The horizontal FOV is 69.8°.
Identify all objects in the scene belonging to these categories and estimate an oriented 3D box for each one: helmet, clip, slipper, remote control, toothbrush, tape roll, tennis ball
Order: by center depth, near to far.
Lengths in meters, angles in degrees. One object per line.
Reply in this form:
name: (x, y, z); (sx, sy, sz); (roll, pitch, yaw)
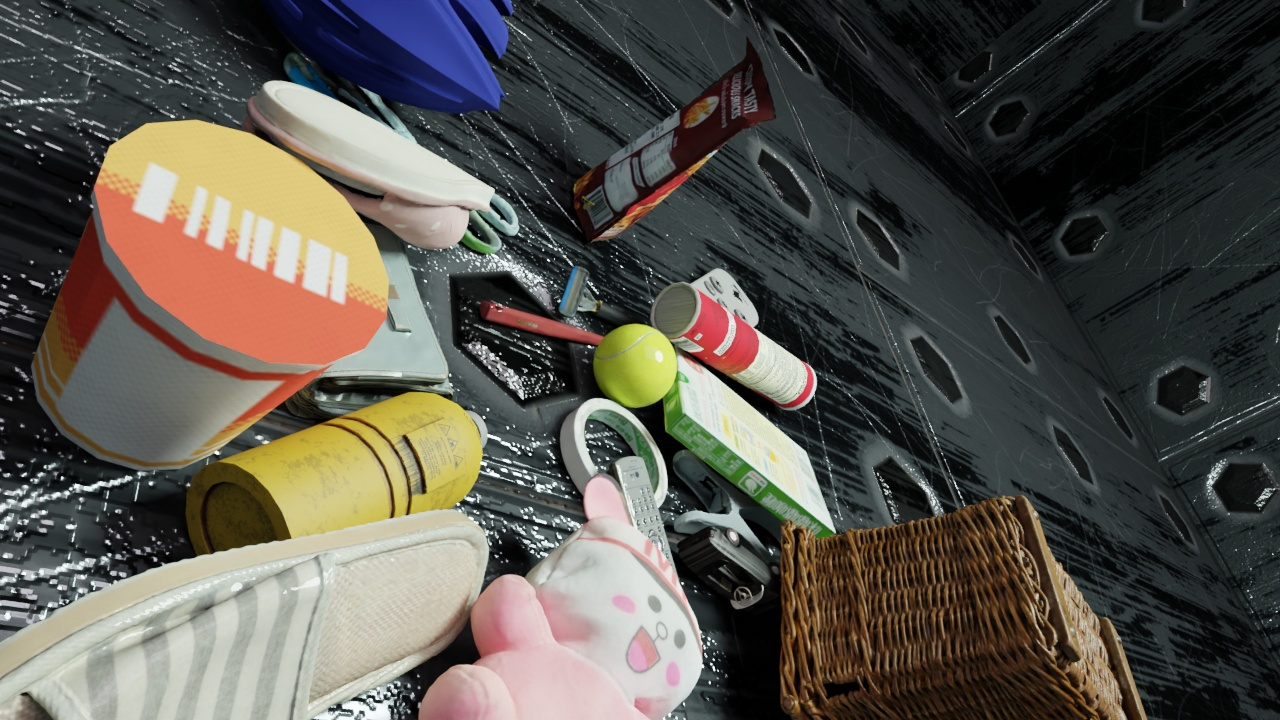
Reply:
slipper: (-0.146, 0.126, 0.366); (0.054, 0.114, 0.272); (17, 15, 25)
slipper: (-0.155, -0.111, 0.563); (0.114, 0.054, 0.274); (31, 8, 1)
remote control: (0.008, 0.132, 0.626); (0.033, 0.013, 0.136); (-3, 71, -51)
helmet: (-0.168, -0.309, 0.670); (0.241, 0.227, 0.148); (33, 0, -2)
tape roll: (-0.019, 0.072, 0.673); (0.094, 0.018, 0.093); (34, 35, -28)
tennis ball: (-0.004, 0.004, 0.715); (0.065, 0.065, 0.065); (34, 35, -29)
toothbrush: (-0.049, -0.023, 0.731); (0.189, 0.017, 0.016); (14, 51, -47)
clip: (0.087, 0.125, 0.754); (0.163, 0.028, 0.114); (35, 33, -29)
remote control: (0.076, -0.050, 0.926); (0.074, 0.019, 0.150); (53, 30, 1)

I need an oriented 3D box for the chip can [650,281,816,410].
chip can: (0.090, -0.009, 0.842); (0.214, 0.052, 0.051); (28, 37, -48)

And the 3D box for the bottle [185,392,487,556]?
bottle: (-0.138, 0.060, 0.472); (0.071, 0.071, 0.163); (56, 31, 5)

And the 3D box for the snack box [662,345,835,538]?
snack box: (0.087, 0.070, 0.774); (0.168, 0.027, 0.131); (39, 18, -16)

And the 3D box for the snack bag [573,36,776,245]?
snack bag: (0.028, -0.193, 0.823); (0.066, 0.208, 0.138); (37, 33, -25)

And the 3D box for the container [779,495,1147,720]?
container: (0.241, 0.222, 0.670); (0.250, 0.184, 0.161); (48, 31, -30)

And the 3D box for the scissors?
scissors: (-0.166, -0.149, 0.708); (0.175, 0.032, 0.092); (38, 35, -16)

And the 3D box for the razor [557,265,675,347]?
razor: (-0.017, -0.035, 0.788); (0.144, 0.022, 0.042); (26, 81, -44)

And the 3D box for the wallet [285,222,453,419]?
wallet: (-0.170, -0.028, 0.545); (0.100, 0.054, 0.131); (10, 46, -50)

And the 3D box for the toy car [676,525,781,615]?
toy car: (0.069, 0.158, 0.679); (0.092, 0.040, 0.037); (40, 33, -24)

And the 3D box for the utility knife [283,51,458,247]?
utility knife: (-0.197, -0.152, 0.668); (0.185, 0.015, 0.031); (51, 33, -6)

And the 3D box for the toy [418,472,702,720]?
toy: (-0.031, 0.164, 0.497); (0.142, 0.084, 0.212); (53, 32, -8)

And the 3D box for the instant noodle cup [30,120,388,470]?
instant noodle cup: (-0.202, -0.019, 0.416); (0.123, 0.121, 0.123); (34, 35, -29)
